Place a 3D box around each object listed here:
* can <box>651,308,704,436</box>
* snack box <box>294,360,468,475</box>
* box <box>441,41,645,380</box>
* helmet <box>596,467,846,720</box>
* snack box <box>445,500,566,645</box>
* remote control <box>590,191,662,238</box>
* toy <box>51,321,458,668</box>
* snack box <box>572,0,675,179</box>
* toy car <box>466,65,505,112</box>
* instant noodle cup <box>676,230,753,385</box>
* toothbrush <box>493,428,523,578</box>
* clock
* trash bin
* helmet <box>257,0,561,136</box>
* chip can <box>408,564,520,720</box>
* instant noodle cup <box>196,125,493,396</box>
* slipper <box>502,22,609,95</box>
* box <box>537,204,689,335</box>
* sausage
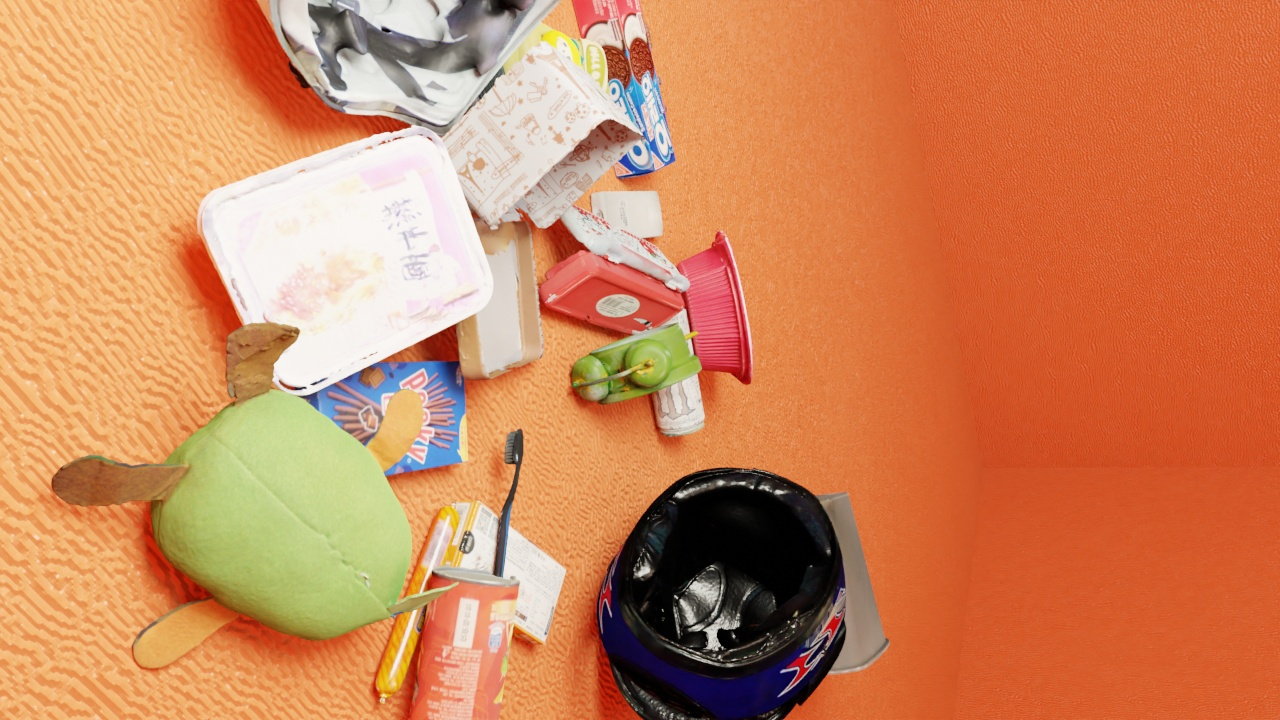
[{"bbox_3d":[0.037,0.012,1.086,0.058,0.058,0.147,-31,114,-58],"label":"can"},{"bbox_3d":[-0.191,0.044,0.698,0.157,0.026,0.084,-2,89,-61],"label":"snack box"},{"bbox_3d":[-0.100,-0.123,0.772,0.179,0.130,0.272,-39,151,-78],"label":"box"},{"bbox_3d":[0.076,0.271,0.941,0.314,0.247,0.241,-41,148,-52],"label":"helmet"},{"bbox_3d":[-0.121,0.189,0.809,0.154,0.026,0.075,52,44,-46],"label":"snack box"},{"bbox_3d":[-0.014,-0.166,1.054,0.134,0.019,0.056,-20,104,-60],"label":"remote control"},{"bbox_3d":[-0.220,0.095,0.569,0.226,0.090,0.247,-45,134,-21],"label":"toy"},{"bbox_3d":[-0.016,-0.312,1.029,0.058,0.057,0.207,-41,123,-52],"label":"snack box"},{"bbox_3d":[-0.141,-0.246,0.816,0.054,0.037,0.121,-65,151,-42],"label":"toy car"},{"bbox_3d":[0.086,-0.058,1.121,0.194,0.066,0.194,163,-85,-88],"label":"instant noodle cup"},{"bbox_3d":[-0.118,0.151,0.780,0.014,0.016,0.189,37,57,-64],"label":"toothbrush"},{"bbox_3d":[-0.006,0.006,0.953,0.160,0.116,0.056,-28,100,-63],"label":"clock"},{"bbox_3d":[0.213,0.300,1.254,0.198,0.199,0.219,5,74,-63],"label":"trash bin"},{"bbox_3d":[-0.166,-0.292,0.621,0.146,0.229,0.258,48,16,19],"label":"helmet"},{"bbox_3d":[-0.141,0.268,0.692,0.073,0.073,0.216,19,77,-59],"label":"chip can"},{"bbox_3d":[-0.198,-0.070,0.618,0.173,0.060,0.138,-32,114,-35],"label":"instant noodle cup"},{"bbox_3d":[-0.069,-0.290,0.908,0.190,0.082,0.091,-2,86,-64],"label":"slipper"},{"bbox_3d":[-0.033,-0.099,0.963,0.201,0.095,0.101,16,46,-59],"label":"box"},{"bbox_3d":[-0.173,0.185,0.718,0.021,0.021,0.164,52,44,-45],"label":"sausage"}]
